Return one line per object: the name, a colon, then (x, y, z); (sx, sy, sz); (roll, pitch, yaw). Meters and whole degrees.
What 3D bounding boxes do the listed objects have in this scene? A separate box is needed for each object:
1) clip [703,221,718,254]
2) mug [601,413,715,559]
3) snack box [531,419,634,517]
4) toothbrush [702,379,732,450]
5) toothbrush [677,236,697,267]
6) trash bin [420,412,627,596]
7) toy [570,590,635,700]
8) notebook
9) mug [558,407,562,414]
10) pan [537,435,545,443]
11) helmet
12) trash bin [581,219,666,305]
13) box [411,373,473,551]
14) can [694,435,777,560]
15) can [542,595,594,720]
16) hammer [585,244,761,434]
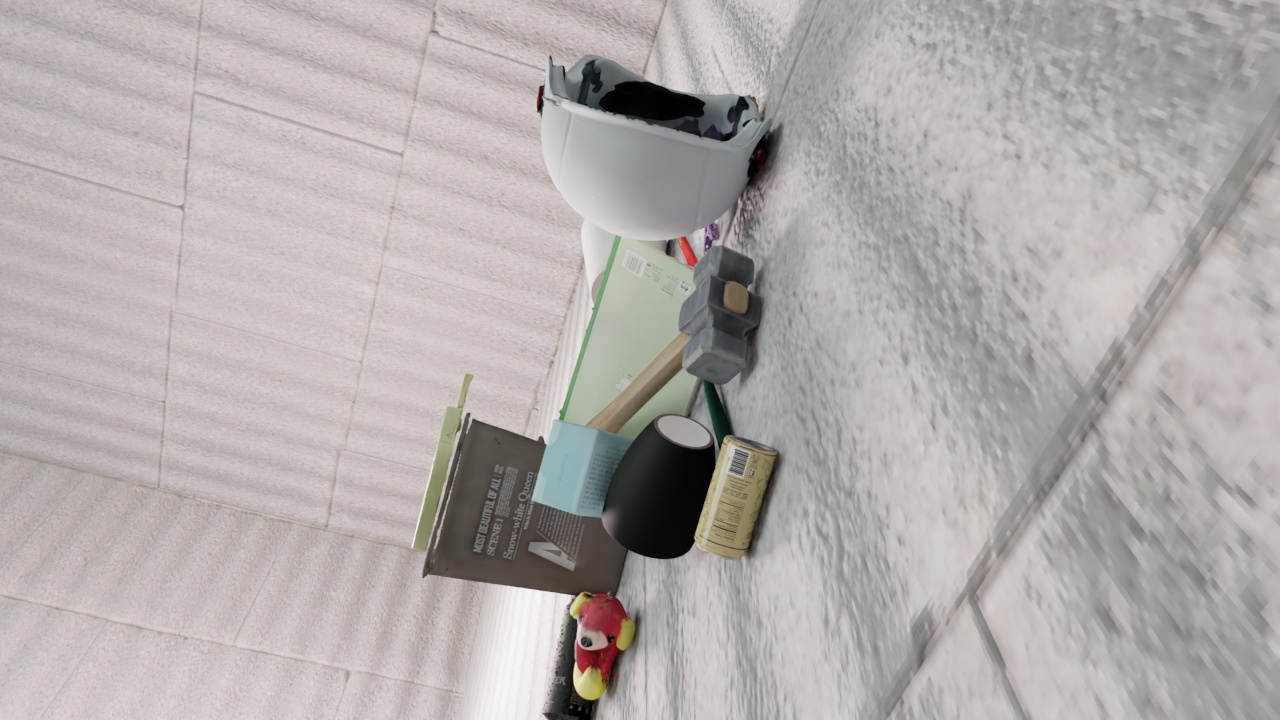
clip: (0.079, -0.141, 1.060); (0.050, 0.014, 0.046); (-109, 33, -70)
mug: (0.028, 0.095, 0.774); (0.118, 0.085, 0.100); (-30, -37, -58)
snack box: (-0.024, 0.105, 0.846); (0.174, 0.053, 0.075); (22, -97, -59)
toothbrush: (0.062, 0.034, 0.826); (0.189, 0.016, 0.017); (-99, 29, -66)
toothbrush: (0.057, -0.135, 1.171); (0.212, 0.018, 0.012); (-99, 26, -70)
trash bin: (-0.131, 0.188, 1.115); (0.198, 0.220, 0.197); (146, 139, -77)
toy: (-0.041, 0.283, 0.942); (0.138, 0.067, 0.105); (97, -177, -46)
notebook: (-0.006, 0.006, 0.988); (0.182, 0.010, 0.253); (34, 113, 40)
mug: (-0.049, 0.044, 1.278); (0.121, 0.078, 0.078); (-56, 11, 5)
pan: (-0.126, 0.222, 1.405); (0.355, 0.024, 0.216); (86, -169, -51)
helmet: (0.003, -0.207, 0.948); (0.263, 0.236, 0.164); (-79, 3, -65)
trash bin: (-0.022, -0.143, 1.347); (0.161, 0.133, 0.134); (-94, 21, -52)
box: (-0.240, 0.123, 1.114); (0.137, 0.024, 0.188); (-82, 11, -54)
can: (0.066, 0.095, 0.638); (0.038, 0.038, 0.079); (-136, 62, -80)
can: (-0.071, 0.336, 1.024); (0.054, 0.054, 0.137); (121, 163, -60)
hammer: (0.009, 0.021, 0.891); (0.324, 0.051, 0.117); (-46, 28, 50)
